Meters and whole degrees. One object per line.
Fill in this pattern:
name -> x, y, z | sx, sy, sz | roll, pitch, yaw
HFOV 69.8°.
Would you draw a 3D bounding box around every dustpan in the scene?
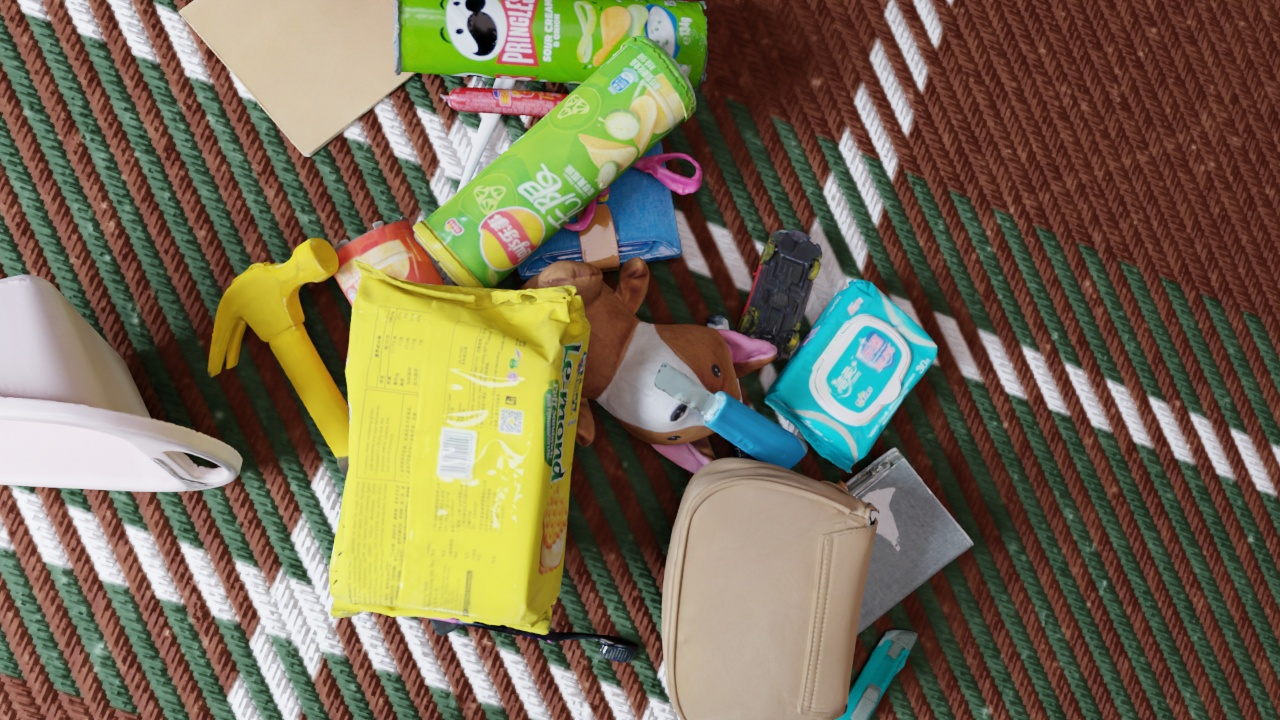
dustpan -> -0.408, 0.056, 0.568 | 0.273, 0.223, 0.138 | -23, 78, -16

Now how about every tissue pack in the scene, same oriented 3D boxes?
tissue pack -> 0.168, 0.012, 0.736 | 0.093, 0.050, 0.133 | 37, 83, -5

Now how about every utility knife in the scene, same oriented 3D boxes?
utility knife -> 0.171, 0.291, 0.738 | 0.029, 0.013, 0.176 | 33, 83, -3
utility knife -> 0.068, 0.043, 0.663 | 0.034, 0.218, 0.018 | -49, 52, 6

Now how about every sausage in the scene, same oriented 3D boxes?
sausage -> -0.078, -0.201, 0.722 | 0.155, 0.020, 0.020 | 1, 86, -16

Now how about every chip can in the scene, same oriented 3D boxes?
chip can -> -0.058, -0.139, 0.658 | 0.221, 0.072, 0.072 | -42, 93, -4
chip can -> -0.067, -0.248, 0.700 | 0.236, 0.072, 0.072 | 0, 86, -13
chip can -> -0.150, 0.003, 0.682 | 0.073, 0.073, 0.216 | -31, 90, -9

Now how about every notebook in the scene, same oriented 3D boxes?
notebook -> -0.229, -0.279, 0.720 | 0.207, 0.008, 0.148 | -41, 93, -8

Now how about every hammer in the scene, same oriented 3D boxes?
hammer -> -0.210, 0.067, 0.671 | 0.129, 0.032, 0.301 | -26, 98, 20

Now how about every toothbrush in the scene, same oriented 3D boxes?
toothbrush -> -0.128, -0.167, 0.725 | 0.016, 0.016, 0.180 | 21, 82, -11
toothbrush -> -0.088, 0.205, 0.687 | 0.189, 0.014, 0.018 | 16, 93, -21

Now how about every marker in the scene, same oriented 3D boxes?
marker -> 0.074, 0.027, 0.739 | 0.022, 0.018, 0.130 | -9, 88, -34

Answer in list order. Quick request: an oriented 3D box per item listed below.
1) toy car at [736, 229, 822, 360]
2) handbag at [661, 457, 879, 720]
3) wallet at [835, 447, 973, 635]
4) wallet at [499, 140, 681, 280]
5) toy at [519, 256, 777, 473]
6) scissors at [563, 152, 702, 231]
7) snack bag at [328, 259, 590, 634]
toy car -> 0.112, -0.054, 0.742 | 0.049, 0.031, 0.106 | 19, 85, -7
handbag -> 0.090, 0.175, 0.683 | 0.148, 0.099, 0.204 | 6, 102, 0
wallet -> 0.182, 0.145, 0.735 | 0.130, 0.037, 0.106 | -39, 91, 3
wallet -> -0.040, -0.120, 0.723 | 0.133, 0.040, 0.106 | -9, 83, -8
toy -> -0.004, 0.004, 0.678 | 0.199, 0.130, 0.140 | 28, 103, -21
scissors -> -0.017, -0.151, 0.706 | 0.134, 0.017, 0.133 | 19, 71, 6
snack bag -> -0.123, 0.064, 0.608 | 0.158, 0.068, 0.246 | 7, 100, 2
